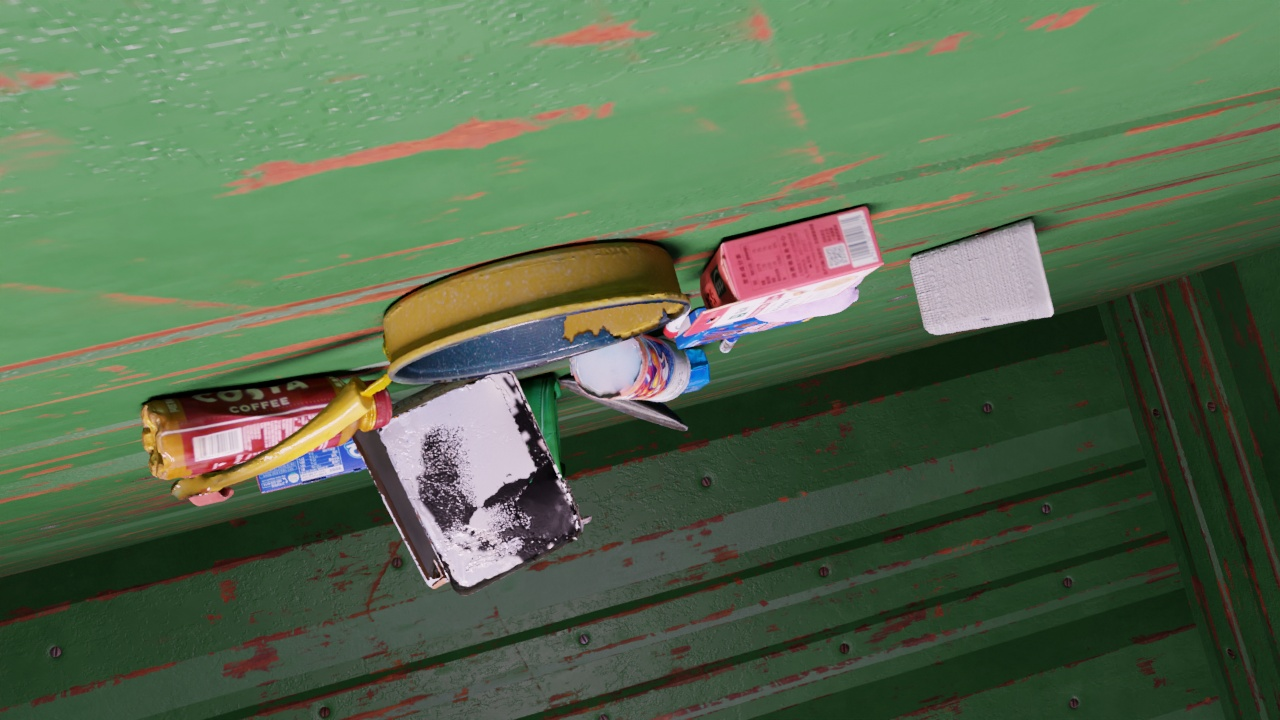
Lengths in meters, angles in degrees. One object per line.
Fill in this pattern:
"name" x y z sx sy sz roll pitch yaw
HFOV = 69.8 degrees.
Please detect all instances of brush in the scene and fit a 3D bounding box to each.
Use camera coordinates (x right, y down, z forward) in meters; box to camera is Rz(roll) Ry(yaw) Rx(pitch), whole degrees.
"brush" -0.400 0.099 0.848 0.063 0.069 0.146 -11 173 -19

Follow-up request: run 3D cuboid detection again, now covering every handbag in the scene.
"handbag" -0.122 0.086 1.114 0.068 0.131 0.120 -6 179 8

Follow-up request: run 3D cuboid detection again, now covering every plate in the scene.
"plate" -0.020 0.050 1.194 0.179 0.024 0.179 20 173 2

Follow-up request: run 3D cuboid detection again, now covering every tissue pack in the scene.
"tissue pack" 0.038 0.019 1.228 0.095 0.052 0.157 -11 173 -5

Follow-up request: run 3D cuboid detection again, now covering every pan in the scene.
"pan" -0.140 0.010 0.596 0.357 0.078 0.198 -15 174 2

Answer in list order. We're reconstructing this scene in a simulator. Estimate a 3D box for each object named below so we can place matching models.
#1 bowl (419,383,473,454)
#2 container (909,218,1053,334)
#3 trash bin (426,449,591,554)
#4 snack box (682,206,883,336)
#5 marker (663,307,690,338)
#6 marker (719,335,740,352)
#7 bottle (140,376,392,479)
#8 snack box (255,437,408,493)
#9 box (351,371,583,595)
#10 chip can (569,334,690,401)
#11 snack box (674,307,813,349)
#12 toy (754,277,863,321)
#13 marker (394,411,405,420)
"bowl" -0.199 0.062 1.006 0.118 0.064 0.118 -13 175 -1
"container" 0.328 -0.075 0.887 0.114 0.090 0.090 -13 175 23
"trash bin" -0.197 0.154 1.240 0.227 0.192 0.227 -14 174 -2
"snack box" 0.091 -0.060 0.650 0.127 0.044 0.113 -15 175 -6
"marker" 0.033 -0.039 0.849 0.017 0.017 0.145 -14 174 -4
"marker" 0.113 -0.025 1.169 0.017 0.017 0.146 -14 174 -1
"bottle" -0.278 0.046 0.699 0.174 0.057 0.058 -9 172 -39
"snack box" -0.354 0.108 1.109 0.207 0.057 0.058 -14 177 -12
"box" -0.170 0.104 0.878 0.156 0.183 0.193 -24 -169 -10
"chip can" -0.005 0.005 0.915 0.071 0.071 0.214 -16 173 13
"snack box" 0.118 -0.046 0.932 0.157 0.026 0.085 -13 173 -16
"toy" 0.151 -0.060 0.832 0.108 0.039 0.084 -10 160 1
"marker" -0.283 0.056 0.990 0.018 0.015 0.124 -19 172 6
